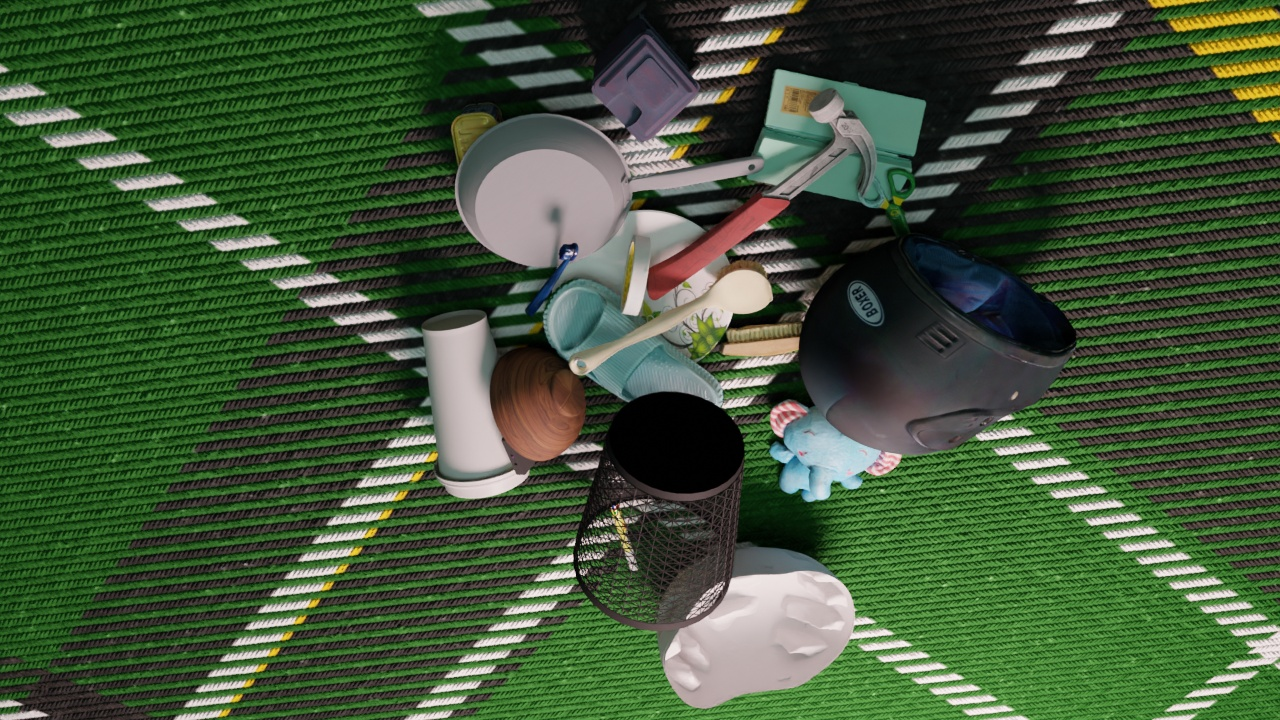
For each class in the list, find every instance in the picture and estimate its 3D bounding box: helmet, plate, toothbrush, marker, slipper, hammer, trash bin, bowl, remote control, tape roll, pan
[{"bbox_3d":[0.164,0.371,1.318,0.283,0.183,0.224,-12,123,12],"label":"helmet"},{"bbox_3d":[0.004,-0.084,1.159,0.229,0.030,0.230,-1,118,-2],"label":"plate"},{"bbox_3d":[-0.110,-0.094,1.092,0.017,0.016,0.190,-2,162,-23],"label":"toothbrush"},{"bbox_3d":[-0.025,0.257,1.347,0.014,0.014,0.132,-13,118,4],"label":"marker"},{"bbox_3d":[-0.007,0.007,1.151,0.276,0.069,0.116,35,114,-19],"label":"slipper"},{"bbox_3d":[0.132,-0.169,1.074,0.316,0.036,0.126,-36,123,20],"label":"hammer"},{"bbox_3d":[0.030,0.181,1.161,0.217,0.216,0.244,4,133,-5],"label":"trash bin"},{"bbox_3d":[-0.112,0.047,1.150,0.069,0.146,0.147,-18,120,35],"label":"bowl"},{"bbox_3d":[0.005,-0.304,0.969,0.092,0.160,0.094,-40,112,17],"label":"trash bin"},{"bbox_3d":[-0.134,0.086,1.189,0.013,0.133,0.058,-4,119,29],"label":"remote control"},{"bbox_3d":[-0.006,-0.100,1.078,0.019,0.094,0.094,9,117,-7],"label":"tape roll"},{"bbox_3d":[-0.031,-0.193,1.043,0.356,0.050,0.201,-7,133,-1],"label":"pan"},{"bbox_3d":[0.336,-0.004,1.107,0.315,0.248,0.237,8,132,-34],"label":"helmet"}]

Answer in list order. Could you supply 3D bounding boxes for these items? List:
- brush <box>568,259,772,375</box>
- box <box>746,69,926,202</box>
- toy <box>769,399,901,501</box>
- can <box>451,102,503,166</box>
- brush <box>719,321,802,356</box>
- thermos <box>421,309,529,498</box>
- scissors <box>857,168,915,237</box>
[{"bbox_3d":[0.038,-0.048,1.086,0.272,0.077,0.062,-25,107,-15],"label":"brush"},{"bbox_3d":[0.229,-0.256,1.072,0.187,0.057,0.138,8,123,-8],"label":"box"},{"bbox_3d":[0.246,0.136,1.249,0.183,0.114,0.181,22,127,-3],"label":"toy"},{"bbox_3d":[-0.181,-0.240,1.053,0.054,0.059,0.100,-6,117,1],"label":"can"},{"bbox_3d":[0.161,-0.027,1.187,0.117,0.049,0.039,-4,95,1],"label":"brush"},{"bbox_3d":[-0.217,0.053,1.178,0.131,0.131,0.222,-8,110,2],"label":"thermos"},{"bbox_3d":[0.301,-0.179,1.111,0.071,0.014,0.131,-10,140,16],"label":"scissors"}]
